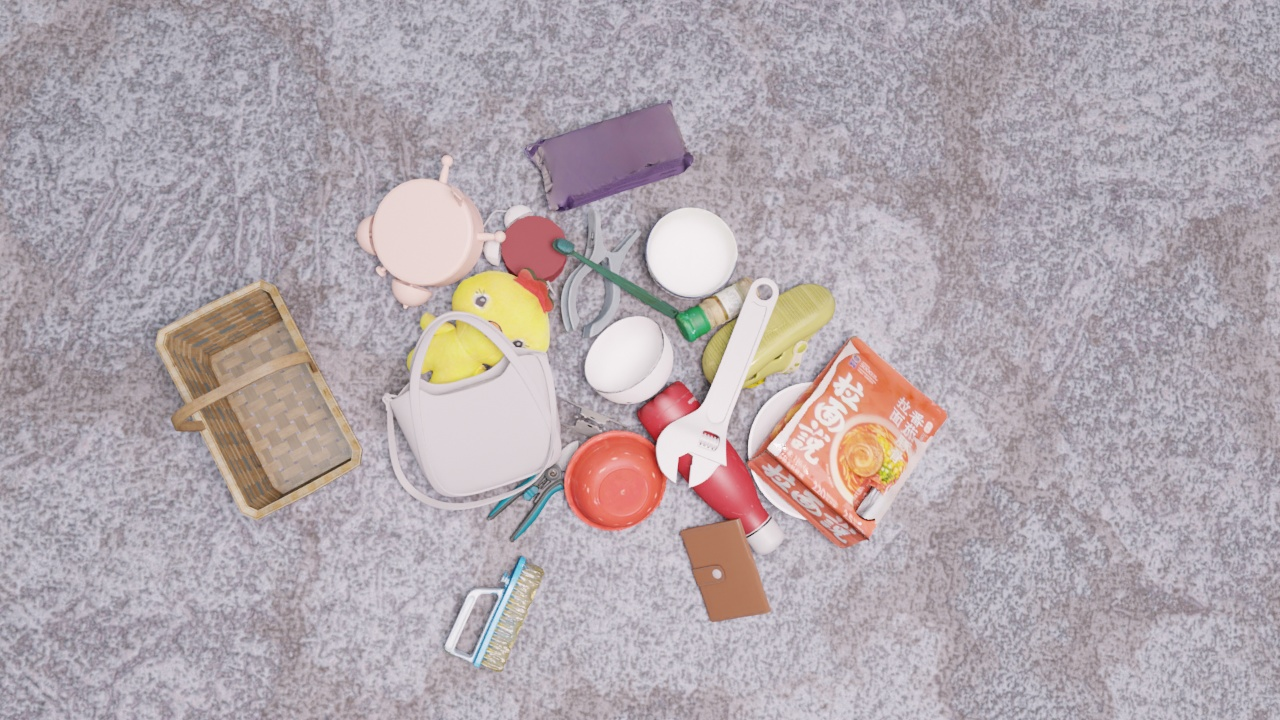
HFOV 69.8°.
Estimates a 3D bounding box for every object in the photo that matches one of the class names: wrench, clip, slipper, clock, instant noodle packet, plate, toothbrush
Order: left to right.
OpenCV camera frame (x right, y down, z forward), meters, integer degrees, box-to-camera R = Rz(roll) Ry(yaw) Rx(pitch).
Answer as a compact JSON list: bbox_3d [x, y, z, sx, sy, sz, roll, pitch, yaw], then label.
[{"bbox_3d":[-0.268,-0.156,1.133,0.161,0.086,0.131,-36,86,16],"label":"clock"},{"bbox_3d":[-0.144,-0.145,1.174,0.124,0.044,0.087,32,80,0],"label":"clock"},{"bbox_3d":[-0.062,0.076,1.153,0.102,0.054,0.057,23,43,-1],"label":"clip"},{"bbox_3d":[-0.042,-0.103,1.181,0.106,0.028,0.163,18,81,-29],"label":"clip"},{"bbox_3d":[-0.028,-0.103,1.159,0.189,0.017,0.016,29,75,-22],"label":"toothbrush"},{"bbox_3d":[0.095,0.022,1.107,0.087,0.018,0.273,21,82,1],"label":"wrench"},{"bbox_3d":[0.168,-0.022,1.174,0.190,0.081,0.091,-35,44,1],"label":"slipper"},{"bbox_3d":[0.220,0.117,1.173,0.174,0.036,0.174,1,82,-5],"label":"plate"},{"bbox_3d":[0.265,0.096,1.140,0.164,0.084,0.220,41,69,2],"label":"instant noodle packet"}]

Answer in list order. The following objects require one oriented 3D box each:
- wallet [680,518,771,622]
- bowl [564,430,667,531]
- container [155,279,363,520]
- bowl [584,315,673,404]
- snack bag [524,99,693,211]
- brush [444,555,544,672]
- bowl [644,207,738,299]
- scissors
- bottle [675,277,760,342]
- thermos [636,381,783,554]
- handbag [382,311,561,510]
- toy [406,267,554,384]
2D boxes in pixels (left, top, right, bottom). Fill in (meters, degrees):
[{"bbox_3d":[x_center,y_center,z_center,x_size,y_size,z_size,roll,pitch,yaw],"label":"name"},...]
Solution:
[{"bbox_3d":[0.103,0.258,1.125,0.088,0.013,0.121,-19,90,31],"label":"wallet"},{"bbox_3d":[-0.026,0.153,1.121,0.130,0.045,0.130,-2,102,-12],"label":"bowl"},{"bbox_3d":[-0.435,0.042,1.050,0.157,0.186,0.250,-29,85,-9],"label":"container"},{"bbox_3d":[-0.007,0.007,1.144,0.114,0.063,0.113,-19,49,23],"label":"bowl"},{"bbox_3d":[-0.038,-0.268,1.195,0.205,0.058,0.096,-20,85,-8],"label":"snack bag"},{"bbox_3d":[-0.174,0.297,1.103,0.075,0.055,0.135,25,80,-6],"label":"brush"},{"bbox_3d":[0.062,-0.131,1.182,0.118,0.062,0.118,1,82,-5],"label":"bowl"},{"bbox_3d":[-0.132,0.160,1.145,0.149,0.019,0.131,-1,83,-4],"label":"scissors"},{"bbox_3d":[0.101,-0.067,1.186,0.111,0.043,0.043,-30,85,-9],"label":"bottle"},{"bbox_3d":[0.093,0.138,1.141,0.073,0.073,0.240,-37,87,-9],"label":"thermos"},{"bbox_3d":[-0.205,0.051,1.076,0.215,0.095,0.223,-18,115,-7],"label":"handbag"},{"bbox_3d":[-0.194,-0.032,1.135,0.207,0.092,0.134,-36,96,1],"label":"toy"}]
